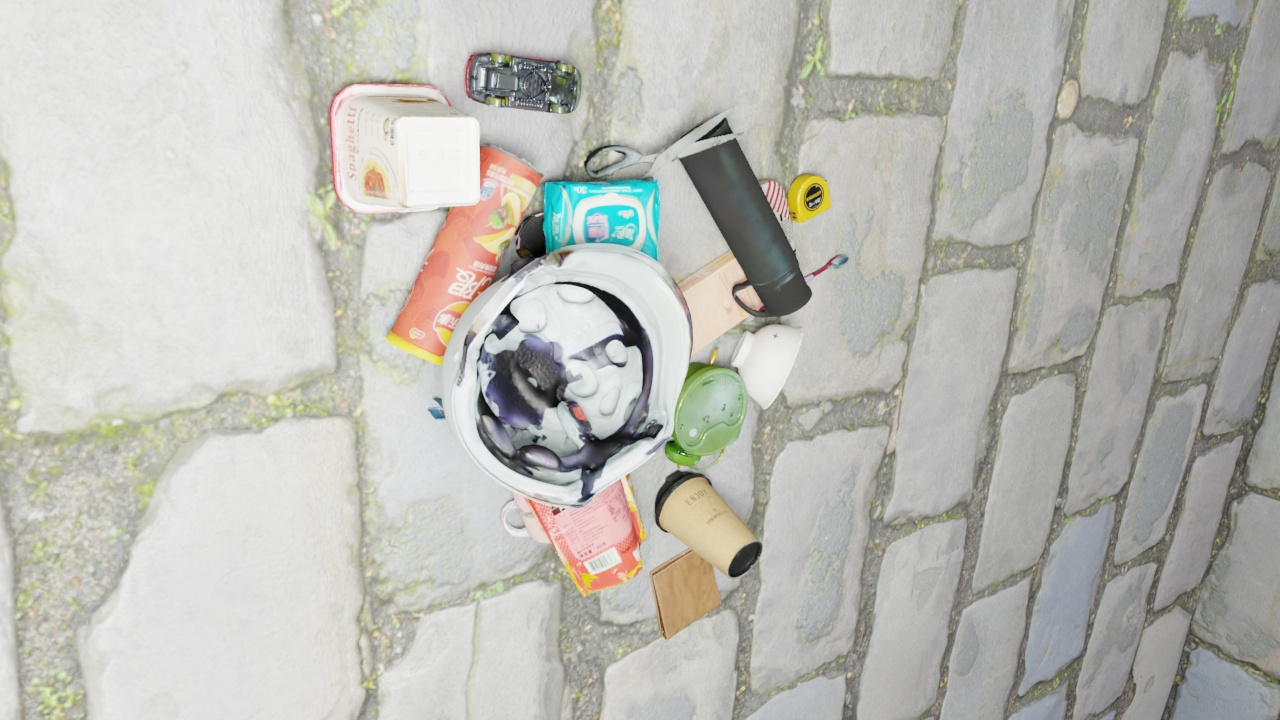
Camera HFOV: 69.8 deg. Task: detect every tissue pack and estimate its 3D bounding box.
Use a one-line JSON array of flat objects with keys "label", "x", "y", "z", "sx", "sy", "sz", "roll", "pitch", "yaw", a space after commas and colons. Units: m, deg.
[{"label": "tissue pack", "x": -0.038, "y": -0.142, "z": 0.962, "sx": 0.133, "sy": 0.050, "sz": 0.093, "roll": -8, "pitch": 103, "yaw": -30}]

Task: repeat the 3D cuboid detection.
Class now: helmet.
[{"label": "helmet", "x": -0.083, "y": 0.009, "z": 0.897, "sx": 0.229, "sy": 0.146, "sz": 0.258, "roll": 49, "pitch": 66, "yaw": -23}]

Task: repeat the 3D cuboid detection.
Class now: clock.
[{"label": "clock", "x": 0.078, "y": 0.073, "z": 1.168, "sx": 0.116, "sy": 0.056, "sz": 0.161, "roll": -25, "pitch": 120, "yaw": -27}]

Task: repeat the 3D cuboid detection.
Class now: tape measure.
[{"label": "tape measure", "x": 0.213, "y": -0.210, "z": 1.177, "sx": 0.059, "sy": 0.029, "sz": 0.057, "roll": -31, "pitch": 124, "yaw": -24}]

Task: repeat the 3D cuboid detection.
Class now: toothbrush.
[{"label": "toothbrush", "x": 0.211, "y": -0.098, "z": 1.226, "sx": 0.187, "sy": 0.017, "sz": 0.016, "roll": -31, "pitch": 122, "yaw": -24}]

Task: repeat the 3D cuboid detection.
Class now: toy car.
[{"label": "toy car", "x": -0.087, "y": -0.108, "z": 0.989, "sx": 0.122, "sy": 0.037, "sz": 0.056, "roll": 44, "pitch": 73, "yaw": -31}, {"label": "toy car", "x": -0.115, "y": -0.272, "z": 0.898, "sx": 0.120, "sy": 0.045, "sz": 0.053, "roll": -1, "pitch": 110, "yaw": -31}]

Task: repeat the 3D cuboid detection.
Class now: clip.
[{"label": "clip", "x": -0.196, "y": 0.052, "z": 0.978, "sx": 0.058, "sy": 0.026, "sz": 0.038, "roll": 7, "pitch": 111, "yaw": -44}]

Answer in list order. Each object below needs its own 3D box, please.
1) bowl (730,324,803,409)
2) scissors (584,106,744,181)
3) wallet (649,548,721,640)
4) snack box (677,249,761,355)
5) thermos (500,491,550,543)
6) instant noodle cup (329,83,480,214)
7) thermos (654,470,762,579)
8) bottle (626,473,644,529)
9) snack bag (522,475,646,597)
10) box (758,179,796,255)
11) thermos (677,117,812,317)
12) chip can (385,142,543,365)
[{"label": "bowl", "x": 0.155, "y": -0.003, "z": 1.182, "sx": 0.065, "sy": 0.118, "sz": 0.118, "roll": 24, "pitch": 93, "yaw": -1}, {"label": "scissors", "x": 0.024, "y": -0.216, "z": 0.997, "sx": 0.164, "sy": 0.014, "sz": 0.163, "roll": 9, "pitch": 122, "yaw": -17}, {"label": "wallet", "x": 0.063, "y": 0.319, "z": 1.278, "sx": 0.101, "sy": 0.020, "sz": 0.115, "roll": -26, "pitch": 119, "yaw": -28}, {"label": "snack box", "x": 0.077, "y": -0.065, "z": 1.133, "sx": 0.157, "sy": 0.026, "sz": 0.084, "roll": -34, "pitch": 124, "yaw": -22}, {"label": "thermos", "x": -0.131, "y": 0.116, "z": 1.030, "sx": 0.087, "sy": 0.067, "sz": 0.199, "roll": -11, "pitch": 119, "yaw": 0}, {"label": "instant noodle cup", "x": -0.203, "y": -0.183, "z": 0.816, "sx": 0.116, "sy": 0.124, "sz": 0.116, "roll": -10, "pitch": 113, "yaw": -34}, {"label": "thermos", "x": 0.087, "y": 0.212, "z": 1.181, "sx": 0.092, "sy": 0.143, "sz": 0.093, "roll": -24, "pitch": 133, "yaw": -29}, {"label": "bottle", "x": -0.045, "y": 0.147, "z": 1.097, "sx": 0.067, "sy": 0.068, "sz": 0.190, "roll": -29, "pitch": 122, "yaw": -25}, {"label": "snack bag", "x": -0.062, "y": 0.156, "z": 1.014, "sx": 0.128, "sy": 0.073, "sz": 0.208, "roll": -39, "pitch": 121, "yaw": -27}, {"label": "box", "x": 0.162, "y": -0.149, "z": 1.160, "sx": 0.068, "sy": 0.051, "sz": 0.164, "roll": -21, "pitch": 118, "yaw": -14}, {"label": "thermos", "x": 0.115, "y": -0.157, "z": 1.077, "sx": 0.090, "sy": 0.068, "sz": 0.242, "roll": -29, "pitch": 115, "yaw": 7}, {"label": "chip can", "x": -0.172, "y": -0.102, "z": 0.905, "sx": 0.073, "sy": 0.073, "sz": 0.216, "roll": 26, "pitch": 90, "yaw": -40}]
